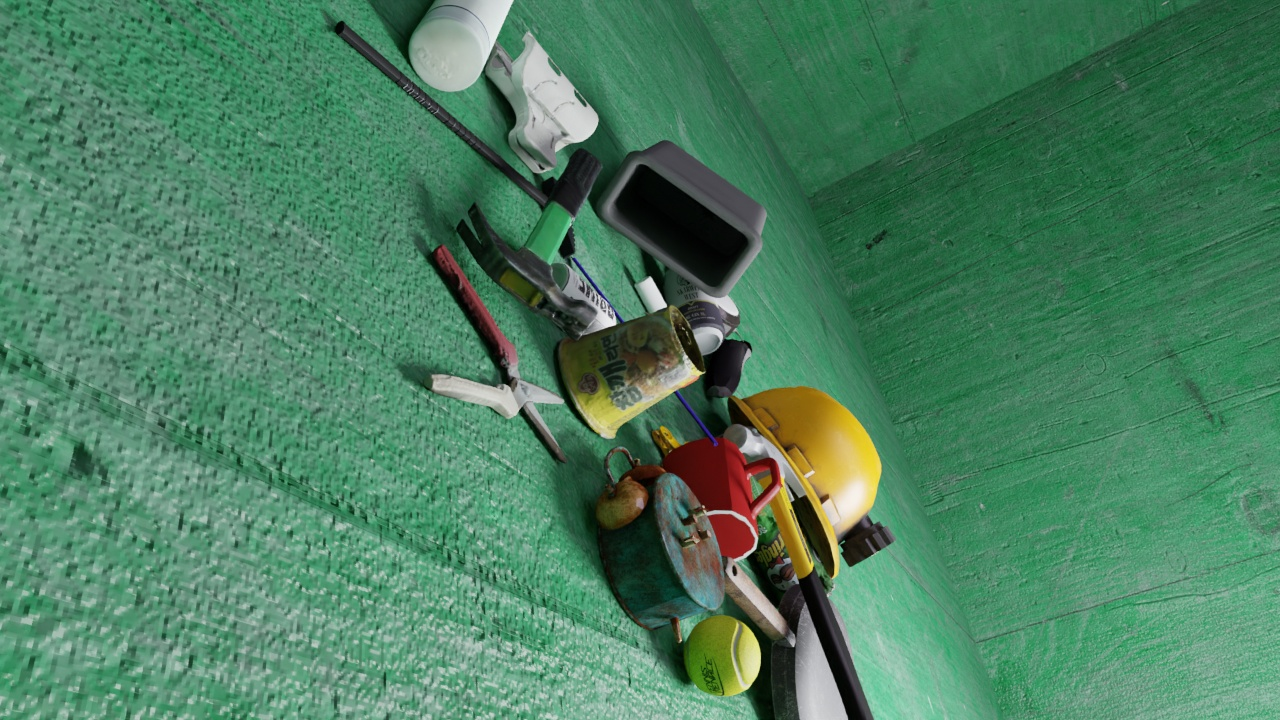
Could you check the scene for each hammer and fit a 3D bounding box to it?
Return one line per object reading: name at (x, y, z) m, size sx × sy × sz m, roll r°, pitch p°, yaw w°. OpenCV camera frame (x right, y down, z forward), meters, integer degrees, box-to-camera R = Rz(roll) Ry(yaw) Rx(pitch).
hammer at (-0.077, -0.134, 0.847) m, size 0.130 × 0.032 × 0.318 m, roll 35°, pitch 28°, yaw -12°
hammer at (-0.153, -0.195, 0.831) m, size 0.324 × 0.015 × 0.095 m, roll 35°, pitch 36°, yaw -55°
hammer at (0.170, 0.220, 0.931) m, size 0.127 × 0.029 × 0.323 m, roll 31°, pitch 35°, yaw -52°

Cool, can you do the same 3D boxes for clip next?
clip at (0.031, 0.094, 0.959) m, size 0.054 × 0.048 × 0.046 m, roll -42°, pitch 148°, yaw -70°
clip at (-0.100, -0.273, 0.975) m, size 0.126 × 0.110 × 0.150 m, roll 42°, pitch 19°, yaw -44°

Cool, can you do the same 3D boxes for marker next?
marker at (0.035, -0.041, 1.124) m, size 0.027 × 0.023 × 0.133 m, roll -36°, pitch 105°, yaw -28°

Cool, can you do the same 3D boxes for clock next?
clock at (0.098, -0.078, 1.279) m, size 0.091 × 0.044 × 0.122 m, roll 27°, pitch 28°, yaw -36°
clock at (0.016, 0.142, 0.770) m, size 0.157 × 0.073 × 0.121 m, roll 64°, pitch 19°, yaw -1°

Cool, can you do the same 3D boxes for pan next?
pan at (0.156, 0.290, 0.924) m, size 0.357 × 0.040 × 0.207 m, roll 56°, pitch 36°, yaw -40°

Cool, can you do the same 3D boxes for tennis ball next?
tennis ball at (0.070, 0.253, 0.785) m, size 0.065 × 0.065 × 0.065 m, roll 53°, pitch 22°, yaw -33°

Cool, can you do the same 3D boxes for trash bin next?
trash bin at (0.063, -0.191, 1.181) m, size 0.192 × 0.098 × 0.219 m, roll 35°, pitch 21°, yaw -2°

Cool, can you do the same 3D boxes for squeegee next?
squeegee at (0.023, 0.005, 0.991) m, size 0.249 × 0.055 × 0.184 m, roll 53°, pitch 14°, yaw 20°

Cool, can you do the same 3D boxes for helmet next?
helmet at (0.225, 0.127, 1.148) m, size 0.255 × 0.131 × 0.205 m, roll 59°, pitch -5°, yaw 15°

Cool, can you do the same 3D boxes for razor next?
razor at (0.117, 0.010, 1.251) m, size 0.156 × 0.057 × 0.060 m, roll -55°, pitch 150°, yaw -70°

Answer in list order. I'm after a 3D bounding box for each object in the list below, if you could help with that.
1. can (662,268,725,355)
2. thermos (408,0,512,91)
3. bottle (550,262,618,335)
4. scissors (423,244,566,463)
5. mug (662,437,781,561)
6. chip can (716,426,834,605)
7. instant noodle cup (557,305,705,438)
can at (0.067, -0.071, 1.190) m, size 0.064 × 0.064 × 0.127 m, roll 42°, pitch 29°, yaw -49°
thermos at (-0.166, -0.330, 0.880) m, size 0.068 × 0.068 × 0.229 m, roll 54°, pitch 21°, yaw -30°
bottle at (-0.053, -0.047, 0.870) m, size 0.116 × 0.041 × 0.041 m, roll 42°, pitch 29°, yaw -50°
scissors at (-0.111, 0.008, 0.683) m, size 0.199 × 0.015 × 0.179 m, roll 62°, pitch 18°, yaw -12°
mug at (0.080, 0.132, 0.886) m, size 0.080 × 0.116 × 0.096 m, roll 58°, pitch 19°, yaw -35°
chip can at (0.149, 0.185, 1.076) m, size 0.223 × 0.076 × 0.075 m, roll 63°, pitch 19°, yaw -9°
instant noodle cup at (-0.005, 0.005, 0.828) m, size 0.102 × 0.108 × 0.102 m, roll 55°, pitch 19°, yaw -29°
